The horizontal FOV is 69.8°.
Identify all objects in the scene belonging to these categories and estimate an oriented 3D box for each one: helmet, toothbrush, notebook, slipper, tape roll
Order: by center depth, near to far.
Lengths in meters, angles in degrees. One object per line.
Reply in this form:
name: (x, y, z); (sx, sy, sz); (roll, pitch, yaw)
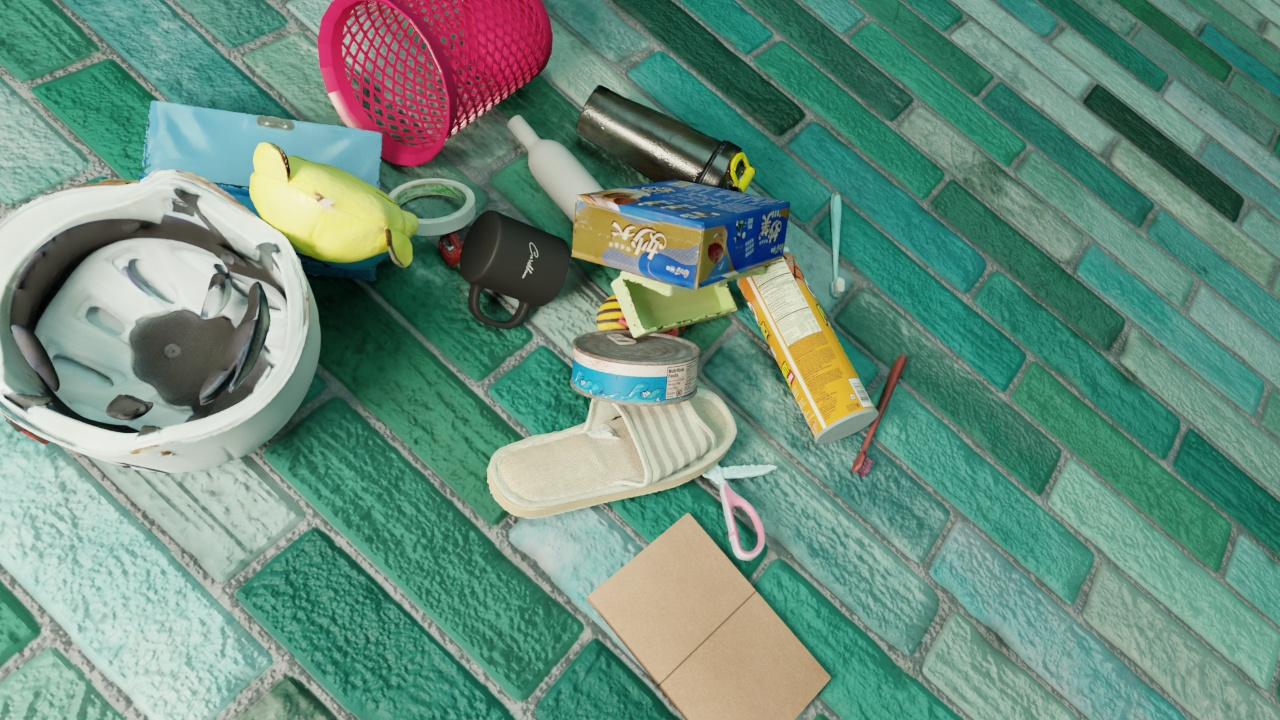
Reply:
helmet: (-0.399, -0.020, 0.766); (0.264, 0.164, 0.236); (20, 66, 1)
notebook: (0.066, 0.264, 0.869); (0.141, 0.008, 0.209); (-34, 76, -34)
slipper: (-0.021, 0.084, 0.911); (0.272, 0.054, 0.114); (-17, 59, -28)
tape roll: (-0.227, -0.167, 0.993); (0.094, 0.018, 0.093); (1, 41, -1)
toothbrush: (0.284, 0.062, 1.076); (0.016, 0.016, 0.189); (35, 53, -3)
toothbrush: (0.257, -0.156, 1.201); (0.016, 0.017, 0.180); (15, 55, -11)

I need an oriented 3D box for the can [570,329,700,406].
can: (-0.006, 0.005, 0.931); (0.130, 0.044, 0.129); (4, 15, -1)

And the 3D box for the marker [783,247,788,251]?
marker: (0.116, -0.132, 1.114); (0.133, 0.020, 0.017); (1, 83, -10)

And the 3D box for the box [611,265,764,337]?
box: (0.049, -0.081, 1.000); (0.187, 0.091, 0.077); (-18, 63, -49)

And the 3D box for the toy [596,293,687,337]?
toy: (0.001, -0.052, 1.020); (0.103, 0.046, 0.084); (-17, 81, -24)

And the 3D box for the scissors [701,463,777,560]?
scissors: (0.067, 0.127, 0.941); (0.172, 0.013, 0.170); (-1, 54, -16)

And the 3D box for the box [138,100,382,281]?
box: (-0.384, -0.169, 0.938); (0.231, 0.048, 0.176); (5, 66, -19)

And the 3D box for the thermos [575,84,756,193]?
thermos: (0.032, -0.258, 1.128); (0.221, 0.098, 0.097); (30, 54, 3)

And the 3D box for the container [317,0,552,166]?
container: (-0.216, -0.351, 1.047); (0.183, 0.184, 0.225); (40, 47, 6)

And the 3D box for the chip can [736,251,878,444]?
chip can: (0.188, -0.017, 1.050); (0.075, 0.075, 0.215); (-12, 65, -27)

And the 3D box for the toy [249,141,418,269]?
toy: (-0.275, -0.127, 0.825); (0.149, 0.214, 0.084); (18, 91, -17)

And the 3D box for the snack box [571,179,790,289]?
snack box: (0.047, -0.142, 0.988); (0.155, 0.069, 0.202); (18, 23, 28)

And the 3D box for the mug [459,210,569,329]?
mug: (-0.138, -0.089, 0.960); (0.088, 0.078, 0.113); (18, 89, -36)

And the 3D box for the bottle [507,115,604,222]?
bottle: (-0.089, -0.212, 1.075); (0.052, 0.053, 0.195); (-32, 76, -34)

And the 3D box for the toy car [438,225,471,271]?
toy car: (-0.175, -0.129, 1.003); (0.091, 0.036, 0.042); (-17, 66, -35)
